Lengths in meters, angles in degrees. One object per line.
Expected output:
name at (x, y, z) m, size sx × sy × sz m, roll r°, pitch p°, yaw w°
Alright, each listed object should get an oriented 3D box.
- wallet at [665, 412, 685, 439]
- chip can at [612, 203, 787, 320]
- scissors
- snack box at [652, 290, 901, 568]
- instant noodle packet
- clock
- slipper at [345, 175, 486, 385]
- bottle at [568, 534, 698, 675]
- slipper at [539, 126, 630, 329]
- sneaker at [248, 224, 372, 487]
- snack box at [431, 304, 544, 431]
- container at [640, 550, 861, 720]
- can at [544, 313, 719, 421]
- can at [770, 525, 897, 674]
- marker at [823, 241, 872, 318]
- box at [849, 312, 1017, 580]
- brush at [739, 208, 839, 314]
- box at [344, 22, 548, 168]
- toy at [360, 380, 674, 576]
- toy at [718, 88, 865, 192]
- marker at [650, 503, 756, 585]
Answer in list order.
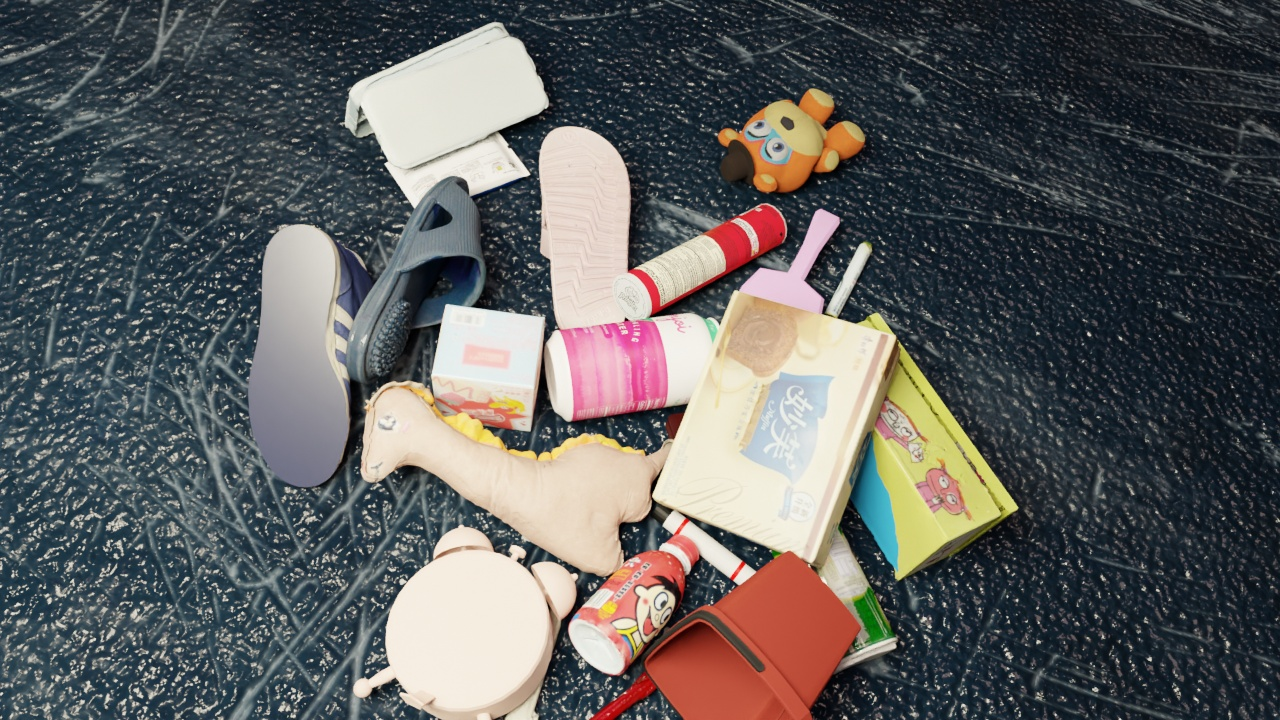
wallet at (0.091, 0.086, 0.899) m, size 0.115 × 0.018 × 0.091 m, roll -9°, pitch 62°, yaw -16°
chip can at (0.067, -0.106, 0.966) m, size 0.214 × 0.052 × 0.052 m, roll -30°, pitch 68°, yaw -33°
scissors at (-0.074, 0.293, 0.754) m, size 0.196 × 0.015 × 0.179 m, roll -10°, pitch 62°, yaw -14°
snack box at (0.121, 0.056, 0.807) m, size 0.153 × 0.055 × 0.207 m, roll 19°, pitch 82°, yaw 25°
instant noodle packet at (-0.203, -0.213, 1.020) m, size 0.134 × 0.026 × 0.087 m, roll -28°, pitch 68°, yaw -22°
clock at (-0.137, 0.217, 0.745) m, size 0.131 × 0.086 × 0.160 m, roll 20°, pitch 52°, yaw 14°
slipper at (-0.195, -0.073, 0.883) m, size 0.082 × 0.101 × 0.262 m, roll 16°, pitch 48°, yaw 2°
bottle at (0.002, 0.202, 0.789) m, size 0.062 × 0.062 × 0.137 m, roll 39°, pitch 48°, yaw 14°
slipper at (-0.059, -0.129, 0.975) m, size 0.094 × 0.064 × 0.239 m, roll -2°, pitch 78°, yaw -12°
sneaker at (-0.305, -0.007, 0.870) m, size 0.091 × 0.118 × 0.233 m, roll -2°, pitch 94°, yaw -2°
snack box at (-0.142, 0.009, 0.861) m, size 0.093 × 0.095 × 0.079 m, roll 8°, pitch 60°, yaw -5°
container at (0.067, 0.257, 0.714) m, size 0.127 × 0.148 × 0.200 m, roll 47°, pitch 52°, yaw 11°
can at (-0.005, 0.005, 0.888) m, size 0.165 × 0.088 × 0.088 m, roll -8°, pitch 62°, yaw -13°
can at (0.169, 0.208, 0.810) m, size 0.067 × 0.067 × 0.121 m, roll -16°, pitch 63°, yaw -17°
marker at (0.225, -0.078, 1.013) m, size 0.017 × 0.017 × 0.146 m, roll 28°, pitch 60°, yaw 8°
box at (0.234, 0.079, 0.864) m, size 0.082 × 0.125 × 0.221 m, roll -18°, pitch 63°, yaw -19°
brush at (0.157, -0.071, 0.982) m, size 0.089 × 0.043 × 0.228 m, roll 27°, pitch 60°, yaw 7°
box at (-0.227, -0.294, 1.037) m, size 0.210 × 0.106 × 0.130 m, roll -29°, pitch 99°, yaw -25°
toy at (-0.109, 0.082, 0.821) m, size 0.264 × 0.065 × 0.195 m, roll 35°, pitch 57°, yaw -4°
toy at (0.169, -0.248, 1.066) m, size 0.176 × 0.096 × 0.112 m, roll -32°, pitch 70°, yaw -12°
marker at (0.072, 0.180, 0.839) m, size 0.145 × 0.019 × 0.019 m, roll 36°, pitch 61°, yaw 12°
